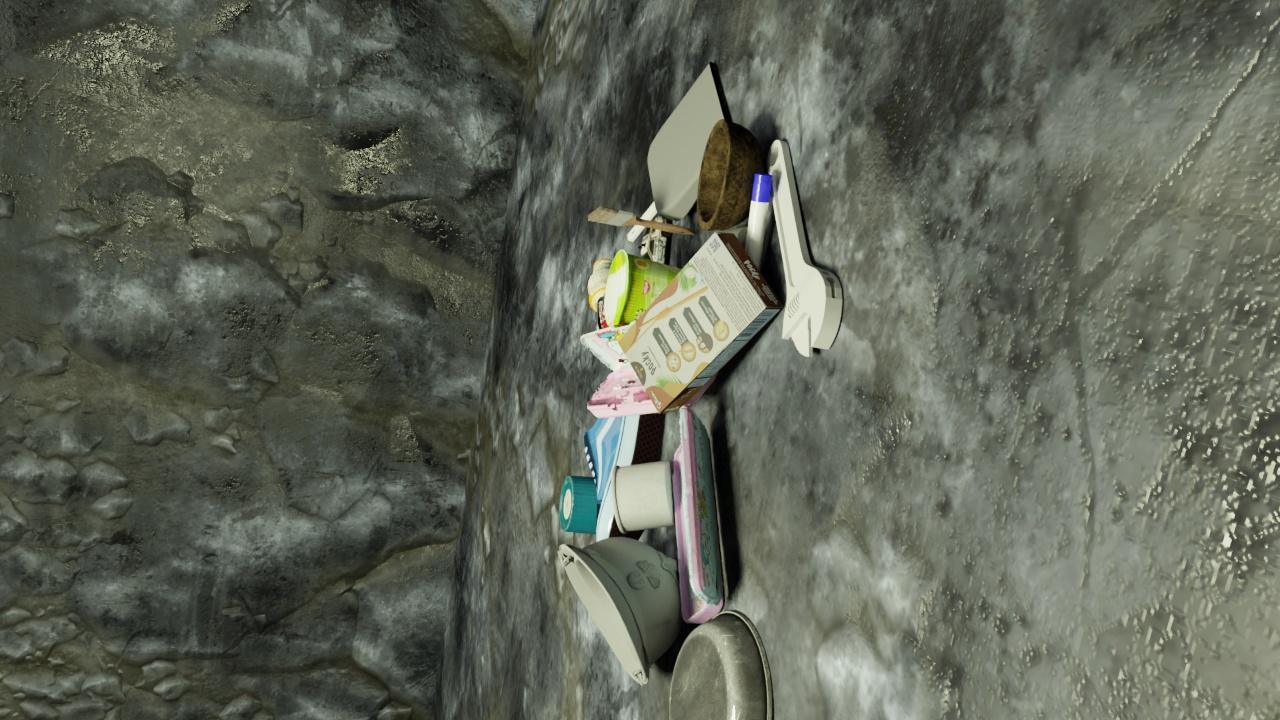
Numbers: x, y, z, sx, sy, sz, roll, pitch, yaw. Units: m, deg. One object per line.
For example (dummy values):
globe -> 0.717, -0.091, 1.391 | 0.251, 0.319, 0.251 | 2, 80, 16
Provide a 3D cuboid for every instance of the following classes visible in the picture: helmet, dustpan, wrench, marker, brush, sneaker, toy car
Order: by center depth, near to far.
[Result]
wrench -> 0.154, -0.123, 0.902 | 0.087, 0.018, 0.272 | 121, 152, -53
marker -> 0.122, -0.126, 0.977 | 0.020, 0.020, 0.142 | -127, 40, -67
helmet -> -0.002, 0.270, 1.082 | 0.183, 0.117, 0.272 | 54, 163, 18
brush -> 0.005, -0.178, 1.189 | 0.045, 0.143, 0.008 | -17, 68, 62
sneaker -> -0.034, 0.144, 1.238 | 0.098, 0.083, 0.241 | 2, 76, 38
dustpan -> 0.044, -0.255, 1.247 | 0.258, 0.033, 0.163 | -47, 36, 37
toy car -> 0.018, -0.151, 1.314 | 0.048, 0.040, 0.112 | 161, 114, -72

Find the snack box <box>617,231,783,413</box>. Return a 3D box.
snack box -> 0.059, -0.038, 0.990 | 0.186, 0.031, 0.101 | -47, 62, 35

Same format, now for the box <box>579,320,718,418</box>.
box -> -0.006, 0.004, 1.120 | 0.202, 0.102, 0.086 | -10, 31, 52

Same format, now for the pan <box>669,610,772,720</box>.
pan -> 0.054, 0.415, 0.974 | 0.187, 0.055, 0.358 | -105, 32, -51

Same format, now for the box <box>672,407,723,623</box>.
box -> 0.063, 0.173, 1.022 | 0.150, 0.049, 0.213 | 86, -179, -60

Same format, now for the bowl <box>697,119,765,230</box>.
bowl -> 0.106, -0.201, 1.015 | 0.121, 0.056, 0.121 | -175, 91, -79

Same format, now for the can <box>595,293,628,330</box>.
can -> -0.034, -0.056, 1.401 | 0.064, 0.064, 0.105 | -129, 48, -67

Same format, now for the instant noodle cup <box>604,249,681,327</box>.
instant noodle cup -> 0.019, -0.085, 1.168 | 0.099, 0.108, 0.099 | -174, 91, -73

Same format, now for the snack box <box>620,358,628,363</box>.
snack box -> -0.016, 0.066, 1.312 | 0.051, 0.031, 0.141 | 35, 121, 37

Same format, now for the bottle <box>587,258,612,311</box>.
bottle -> -0.056, -0.124, 1.509 | 0.108, 0.063, 0.063 | -99, 23, -49

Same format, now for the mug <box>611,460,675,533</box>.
mug -> 0.009, 0.175, 1.137 | 0.113, 0.070, 0.084 | 68, -164, -53

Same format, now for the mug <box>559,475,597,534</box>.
mug -> -0.059, 0.213, 1.306 | 0.114, 0.107, 0.083 | 126, 145, -58

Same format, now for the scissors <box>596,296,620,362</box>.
scissors -> 0.001, -0.007, 1.321 | 0.147, 0.015, 0.209 | -20, 82, 41

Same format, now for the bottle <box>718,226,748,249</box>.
bottle -> 0.102, -0.136, 1.049 | 0.113, 0.030, 0.030 | -164, 81, -73
